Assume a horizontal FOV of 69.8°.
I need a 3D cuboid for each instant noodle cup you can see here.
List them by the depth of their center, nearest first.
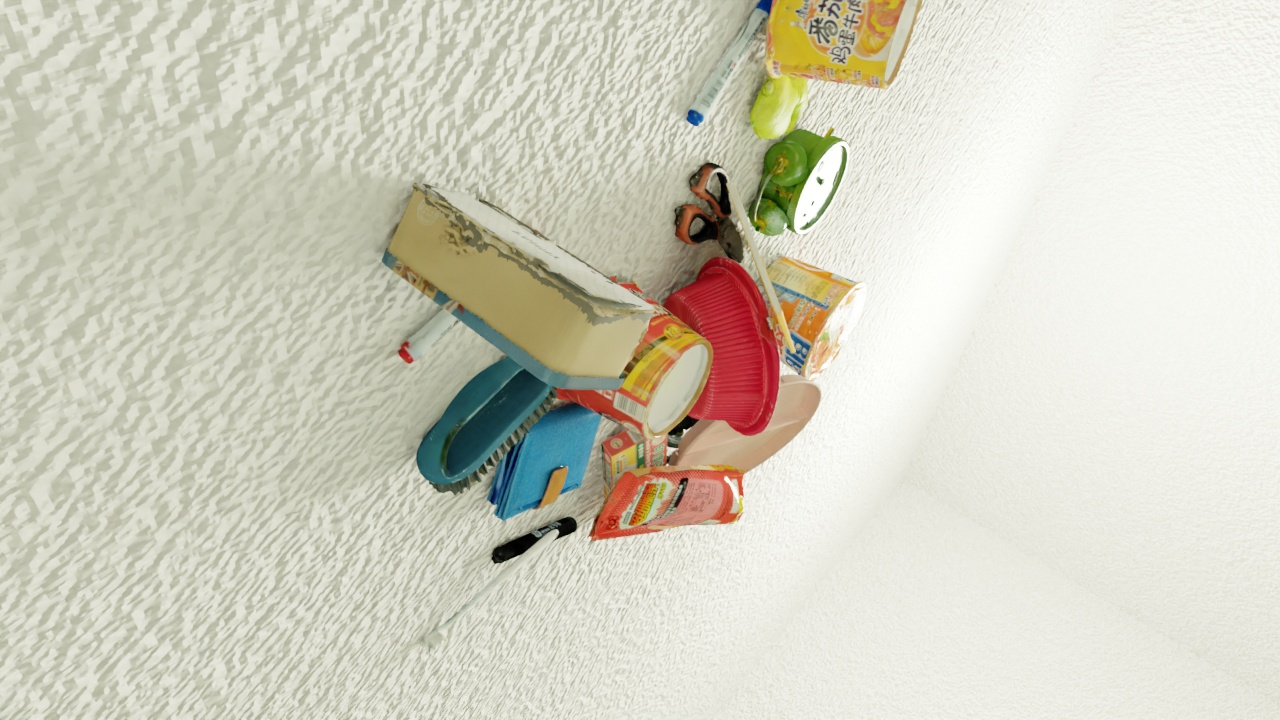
[{"bbox_3d":[0.188,-0.312,0.830,0.137,0.110,0.138,-56,160,-35],"label":"instant noodle cup"},{"bbox_3d":[-0.005,0.005,0.874,0.137,0.108,0.138,-44,153,-29],"label":"instant noodle cup"},{"bbox_3d":[0.072,-0.010,0.961,0.065,0.193,0.194,-11,135,-21],"label":"instant noodle cup"},{"bbox_3d":[0.211,-0.061,1.210,0.151,0.111,0.152,-44,153,-30],"label":"instant noodle cup"}]

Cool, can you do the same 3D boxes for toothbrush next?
[{"bbox_3d":[-0.153,0.238,0.955,0.179,0.016,0.016,-39,159,-20],"label":"toothbrush"}]

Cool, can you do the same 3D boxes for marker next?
[{"bbox_3d":[-0.125,-0.049,0.689,0.145,0.017,0.017,-47,154,-25],"label":"marker"},{"bbox_3d":[0.085,-0.274,0.823,0.146,0.017,0.017,-58,156,-1],"label":"marker"},{"bbox_3d":[-0.114,0.197,1.008,0.022,0.020,0.131,-50,161,26],"label":"marker"}]

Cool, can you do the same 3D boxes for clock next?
[{"bbox_3d":[0.175,-0.201,1.038,0.160,0.056,0.116,-33,146,-44],"label":"clock"}]

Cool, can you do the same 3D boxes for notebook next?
[{"bbox_3d":[0.133,-0.093,0.987,0.010,0.145,0.206,-21,165,9],"label":"notebook"}]

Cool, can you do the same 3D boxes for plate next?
[{"bbox_3d":[0.131,0.094,1.181,0.229,0.028,0.230,-26,152,-15],"label":"plate"}]

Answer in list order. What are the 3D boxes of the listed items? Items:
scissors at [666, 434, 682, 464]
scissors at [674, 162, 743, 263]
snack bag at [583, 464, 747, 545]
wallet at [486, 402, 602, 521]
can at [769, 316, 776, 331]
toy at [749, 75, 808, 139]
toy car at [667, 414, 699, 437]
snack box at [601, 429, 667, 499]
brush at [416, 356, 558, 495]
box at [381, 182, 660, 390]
[{"bbox_3d":[0.053,0.071,1.126,0.174,0.019,0.170,-39,150,-1],"label":"scissors"},{"bbox_3d":[0.078,-0.133,0.985,0.181,0.015,0.210,-42,151,-36],"label":"scissors"},{"bbox_3d":[0.036,0.170,1.111,0.207,0.073,0.129,4,132,-42],"label":"snack bag"},{"bbox_3d":[-0.091,0.095,0.909,0.132,0.040,0.106,-14,127,-57],"label":"wallet"},{"bbox_3d":[0.103,-0.039,1.041,0.057,0.083,0.102,-15,143,-19],"label":"can"},{"bbox_3d":[0.144,-0.260,0.936,0.100,0.031,0.097,-51,153,-24],"label":"toy"},{"bbox_3d":[0.069,0.061,1.179,0.105,0.031,0.049,-30,146,-22],"label":"toy car"},{"bbox_3d":[-0.007,0.133,1.104,0.077,0.027,0.156,-26,145,-19],"label":"snack box"},{"bbox_3d":[-0.126,0.042,0.750,0.143,0.055,0.074,-47,155,-23],"label":"brush"},{"bbox_3d":[-0.074,-0.045,0.585,0.089,0.184,0.063,6,117,-58],"label":"box"}]
